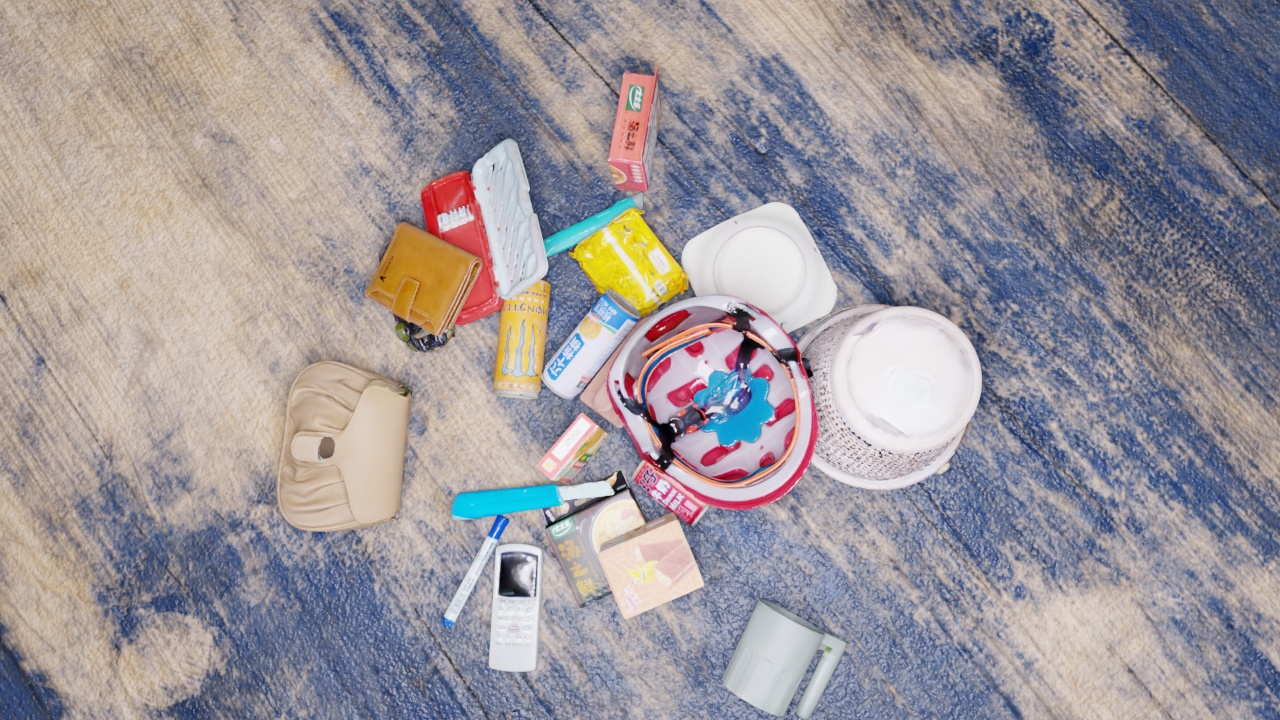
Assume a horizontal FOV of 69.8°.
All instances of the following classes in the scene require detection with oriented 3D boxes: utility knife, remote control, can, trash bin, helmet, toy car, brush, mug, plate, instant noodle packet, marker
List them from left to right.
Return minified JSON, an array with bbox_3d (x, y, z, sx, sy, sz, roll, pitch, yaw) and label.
[{"bbox_3d":[-0.281,-0.086,1.154,0.070,0.042,0.158,-19,79,5],"label":"toy car"},{"bbox_3d":[-0.200,0.255,1.113,0.017,0.017,0.145,27,85,7],"label":"marker"},{"bbox_3d":[-0.149,0.296,1.101,0.058,0.021,0.150,1,83,4],"label":"remote control"},{"bbox_3d":[-0.146,-0.028,1.128,0.058,0.058,0.146,4,82,5],"label":"can"},{"bbox_3d":[-0.131,0.166,1.100,0.208,0.018,0.034,-9,76,15],"label":"utility knife"},{"bbox_3d":[-0.074,-0.165,1.165,0.178,0.013,0.029,-25,78,-1],"label":"utility knife"},{"bbox_3d":[-0.060,-0.018,1.098,0.053,0.053,0.135,42,104,9],"label":"can"},{"bbox_3d":[-0.012,-0.112,1.138,0.111,0.044,0.128,-35,78,5],"label":"instant noodle packet"},{"bbox_3d":[-0.007,0.006,1.106,0.063,0.073,0.145,36,84,9],"label":"brush"},{"bbox_3d":[0.044,0.143,1.085,0.094,0.066,0.066,36,86,7],"label":"can"},{"bbox_3d":[0.096,0.048,1.030,0.207,0.143,0.240,-37,78,12],"label":"helmet"},{"bbox_3d":[0.146,-0.107,1.131,0.164,0.034,0.163,-26,81,1],"label":"plate"},{"bbox_3d":[0.166,0.346,1.048,0.124,0.084,0.103,29,85,-17],"label":"mug"},{"bbox_3d":[0.278,0.031,1.023,0.227,0.192,0.227,-1,82,4],"label":"trash bin"}]

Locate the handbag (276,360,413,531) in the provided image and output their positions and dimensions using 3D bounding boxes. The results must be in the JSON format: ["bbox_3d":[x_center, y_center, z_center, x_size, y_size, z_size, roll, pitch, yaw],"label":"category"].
[{"bbox_3d":[-0.358,0.105,1.104,0.148,0.100,0.204,4,86,1],"label":"handbag"}]

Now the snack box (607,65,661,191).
[{"bbox_3d":[-0.006,-0.281,1.119,0.044,0.127,0.113,9,82,5],"label":"snack box"}]

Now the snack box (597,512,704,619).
[{"bbox_3d":[0.011,0.226,1.018,0.094,0.093,0.077,-23,86,-2],"label":"snack box"}]

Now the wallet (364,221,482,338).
[{"bbox_3d":[-0.265,-0.093,1.107,0.131,0.035,0.119,27,87,27],"label":"wallet"}]

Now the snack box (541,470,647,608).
[{"bbox_3d":[-0.046,0.211,1.095,0.113,0.053,0.125,-26,86,0],"label":"snack box"}]

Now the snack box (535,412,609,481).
[{"bbox_3d":[-0.075,0.102,1.055,0.027,0.156,0.077,41,86,7],"label":"snack box"}]

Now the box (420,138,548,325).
[{"bbox_3d":[-0.191,-0.157,1.125,0.161,0.050,0.201,-25,67,21],"label":"box"}]
